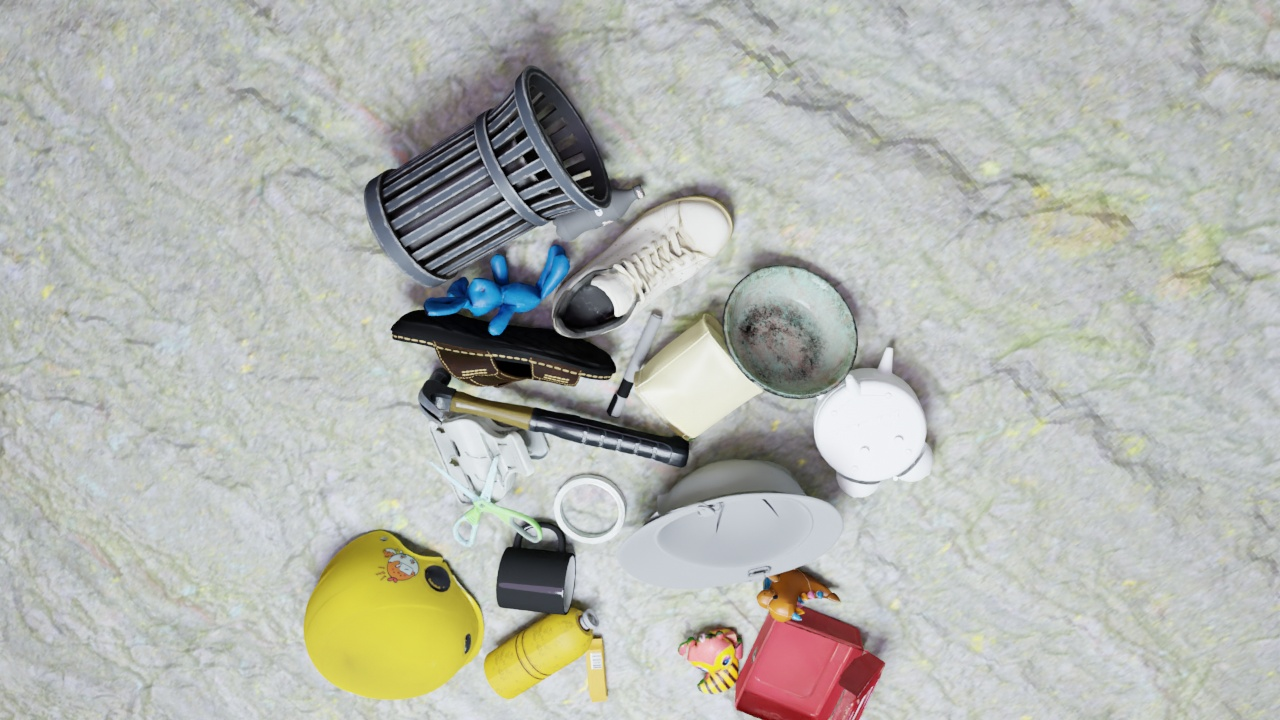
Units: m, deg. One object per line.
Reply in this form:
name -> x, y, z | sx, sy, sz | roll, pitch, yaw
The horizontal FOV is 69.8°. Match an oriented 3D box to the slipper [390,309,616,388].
slipper -> -0.163, -0.002, 1.083 | 0.268, 0.112, 0.076 | 11, 108, 0

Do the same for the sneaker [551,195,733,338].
sneaker -> -0.007, -0.101, 1.031 | 0.242, 0.102, 0.089 | -34, 99, 16

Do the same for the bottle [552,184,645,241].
bottle -> -0.047, -0.172, 1.050 | 0.110, 0.036, 0.036 | -23, 102, 15

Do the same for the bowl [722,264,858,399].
bowl -> 0.163, -0.027, 1.029 | 0.157, 0.039, 0.157 | 4, 71, -11

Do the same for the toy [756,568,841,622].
toy -> 0.195, 0.294, 1.129 | 0.103, 0.090, 0.071 | 15, 111, 8

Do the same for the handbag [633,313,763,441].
handbag -> 0.066, 0.024, 1.075 | 0.119, 0.081, 0.111 | -39, 105, 16

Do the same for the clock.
clock -> 0.265, 0.079, 1.062 | 0.125, 0.072, 0.161 | -20, 103, 14

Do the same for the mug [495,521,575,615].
mug -> -0.132, 0.266, 1.185 | 0.088, 0.078, 0.113 | 4, 81, 7

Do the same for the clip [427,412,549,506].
clip -> -0.192, 0.120, 1.156 | 0.143, 0.072, 0.125 | -13, 107, 23

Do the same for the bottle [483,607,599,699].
bottle -> -0.124, 0.378, 1.215 | 0.164, 0.071, 0.071 | -36, 99, 19

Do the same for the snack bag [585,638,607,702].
snack bag -> -0.060, 0.419, 1.244 | 0.026, 0.020, 0.099 | -4, 107, 1

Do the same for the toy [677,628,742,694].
toy -> 0.096, 0.389, 1.199 | 0.084, 0.046, 0.103 | -18, 115, -9

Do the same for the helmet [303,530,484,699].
helmet -> -0.334, 0.361, 1.205 | 0.240, 0.139, 0.209 | 32, 109, -2

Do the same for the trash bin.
trash bin -> -0.172, -0.189, 1.004 | 0.228, 0.164, 0.164 | -25, 102, 19

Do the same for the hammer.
hammer -> -0.105, 0.077, 1.107 | 0.333, 0.117, 0.025 | 13, 111, -1

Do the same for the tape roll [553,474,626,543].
tape roll -> -0.065, 0.191, 1.178 | 0.093, 0.013, 0.093 | 3, 108, 8

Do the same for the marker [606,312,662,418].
marker -> -0.007, 0.006, 1.111 | 0.016, 0.016, 0.141 | 24, 109, 1

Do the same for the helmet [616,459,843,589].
helmet -> 0.102, 0.176, 1.101 | 0.272, 0.117, 0.183 | -18, 134, 20

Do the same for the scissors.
scissors -> -0.199, 0.181, 1.145 | 0.171, 0.022, 0.174 | 39, 130, -7

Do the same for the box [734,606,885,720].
box -> 0.201, 0.408, 1.155 | 0.168, 0.153, 0.157 | 30, 110, 31

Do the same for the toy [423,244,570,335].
toy -> -0.166, -0.083, 1.072 | 0.176, 0.112, 0.071 | -18, 119, -11
